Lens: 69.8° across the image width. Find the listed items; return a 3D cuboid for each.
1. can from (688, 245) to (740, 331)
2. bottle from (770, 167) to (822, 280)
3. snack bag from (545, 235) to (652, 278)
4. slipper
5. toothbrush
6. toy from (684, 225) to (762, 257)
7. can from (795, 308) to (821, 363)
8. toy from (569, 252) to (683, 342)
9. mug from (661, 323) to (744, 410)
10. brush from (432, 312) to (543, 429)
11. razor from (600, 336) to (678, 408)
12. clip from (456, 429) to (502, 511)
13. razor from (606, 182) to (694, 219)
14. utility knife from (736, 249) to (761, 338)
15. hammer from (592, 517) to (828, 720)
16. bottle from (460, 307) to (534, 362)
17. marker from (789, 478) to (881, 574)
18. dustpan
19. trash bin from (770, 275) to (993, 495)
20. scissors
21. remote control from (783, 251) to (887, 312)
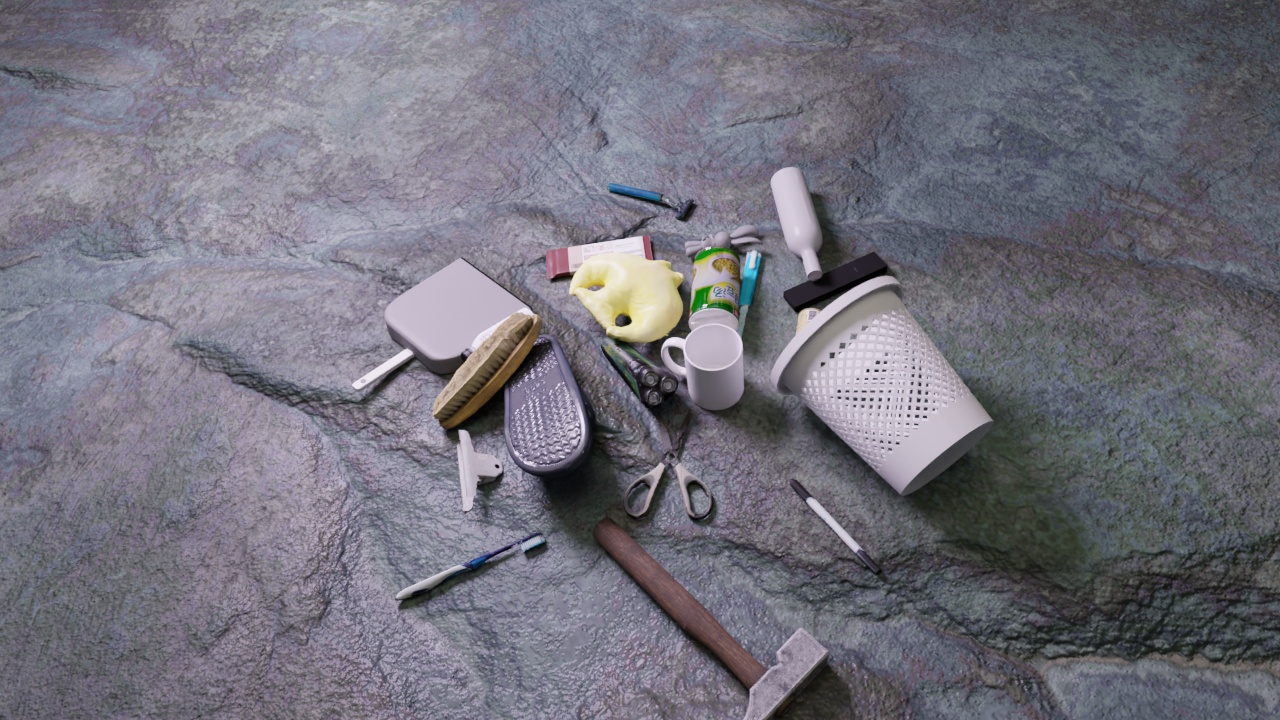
[{"bbox_3d":[0.103,-0.093,1.266,0.067,0.067,0.120,1,54,8],"label":"can"},{"bbox_3d":[0.232,-0.195,1.331,0.052,0.052,0.194,-8,53,2],"label":"bottle"},{"bbox_3d":[-0.062,-0.154,1.368,0.158,0.013,0.057,-9,56,2],"label":"snack bag"},{"bbox_3d":[-0.116,0.070,1.182,0.111,0.083,0.267,-29,37,5],"label":"slipper"},{"bbox_3d":[-0.203,0.248,1.096,0.189,0.016,0.017,-22,64,-8],"label":"toothbrush"},{"bbox_3d":[0.121,-0.174,1.346,0.112,0.030,0.049,-12,39,6],"label":"toy"},{"bbox_3d":[0.225,-0.028,1.219,0.038,0.038,0.079,6,55,12],"label":"can"},{"bbox_3d":[-0.009,-0.093,1.281,0.154,0.065,0.170,-28,59,-26],"label":"toy"},{"bbox_3d":[0.079,0.004,1.184,0.110,0.091,0.073,17,58,19],"label":"mug"},{"bbox_3d":[-0.203,0.011,1.216,0.195,0.043,0.059,-47,32,0],"label":"brush"},{"bbox_3d":[-0.007,0.007,1.213,0.054,0.067,0.151,-40,50,-6],"label":"razor"},{"bbox_3d":[-0.211,0.139,1.170,0.058,0.052,0.102,-31,51,21],"label":"clip"},{"bbox_3d":[0.011,-0.256,1.427,0.144,0.022,0.042,20,58,21],"label":"razor"},{"bbox_3d":[0.145,-0.088,1.288,0.022,0.015,0.178,8,54,14],"label":"utility knife"},{"bbox_3d":[0.024,0.302,1.012,0.217,0.037,0.300,-39,58,-19],"label":"hammer"},{"bbox_3d":[-0.195,-0.029,1.269,0.115,0.041,0.041,-34,56,-27],"label":"bottle"},{"bbox_3d":[0.227,0.192,1.077,0.011,0.011,0.152,-33,57,-16],"label":"marker"},{"bbox_3d":[-0.303,-0.038,1.311,0.163,0.033,0.256,35,57,28],"label":"dustpan"},{"bbox_3d":[0.293,0.040,1.083,0.195,0.196,0.199,-31,66,-14],"label":"trash bin"},{"bbox_3d":[0.035,0.137,1.142,0.165,0.013,0.157,-35,59,-17],"label":"scissors"},{"bbox_3d":[0.274,-0.110,1.287,0.150,0.013,0.034,-24,51,-9],"label":"remote control"}]
